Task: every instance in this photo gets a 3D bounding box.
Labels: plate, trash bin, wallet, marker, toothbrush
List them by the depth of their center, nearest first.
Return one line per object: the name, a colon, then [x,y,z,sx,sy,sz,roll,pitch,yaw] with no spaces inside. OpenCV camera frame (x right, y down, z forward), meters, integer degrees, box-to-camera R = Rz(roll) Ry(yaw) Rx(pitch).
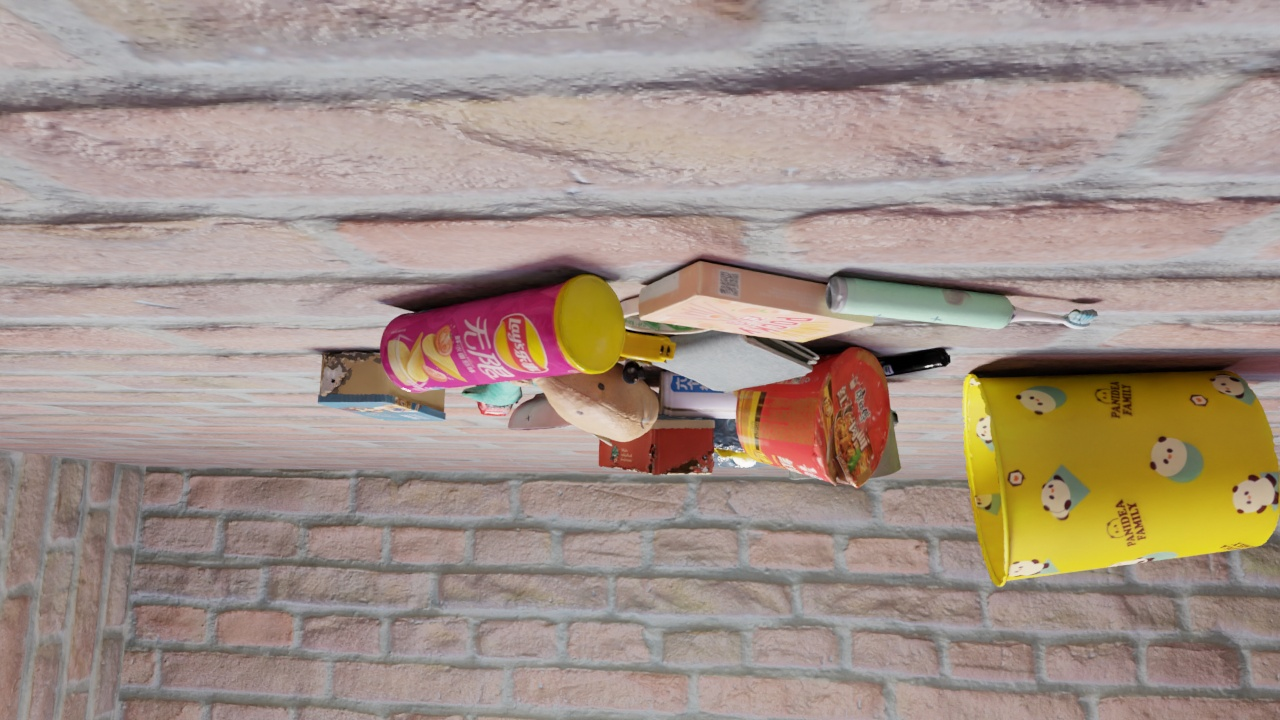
toothbrush: [0.240,-0.038,0.674,0.224,0.026,0.027,5,147,-17]
wallet: [0.085,-0.006,0.846,0.106,0.037,0.130,22,158,-35]
marker: [-0.005,0.005,0.861,0.022,0.018,0.130,2,-172,2]
marker: [0.254,0.007,0.933,0.022,0.020,0.132,-3,173,-38]
trash bin: [0.492,0.113,0.971,0.255,0.229,0.229,-7,168,12]
plate: [-0.063,0.052,1.092,0.192,0.039,0.192,-6,180,0]

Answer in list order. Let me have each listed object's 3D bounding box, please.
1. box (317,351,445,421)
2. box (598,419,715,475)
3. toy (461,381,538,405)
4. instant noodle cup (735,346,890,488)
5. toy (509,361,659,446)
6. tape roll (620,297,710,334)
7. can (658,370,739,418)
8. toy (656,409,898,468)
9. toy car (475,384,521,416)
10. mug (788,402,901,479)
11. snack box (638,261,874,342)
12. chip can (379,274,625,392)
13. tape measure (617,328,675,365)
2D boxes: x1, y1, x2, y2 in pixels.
box: [-0.285,0.034,1.041,0.090,0.059,0.184,0,168,13]
box: [0.017,0.107,1.074,0.091,0.077,0.169,2,177,-24]
toy: [-0.143,0.027,1.023,0.096,0.030,0.092,8,150,-22]
instant noodle cup: [0.169,0.052,0.916,0.109,0.138,0.137,4,174,43]
toy: [-0.054,0.028,0.884,0.143,0.082,0.226,21,175,16]
tape roll: [0.023,-0.036,0.746,0.086,0.014,0.086,1,169,0]
can: [0.088,0.038,1.026,0.134,0.053,0.053,2,170,-2]
toy: [0.131,0.082,1.131,0.357,0.091,0.137,-5,-172,32]
toy car: [-0.174,0.043,1.116,0.053,0.045,0.121,2,167,-11]
mug: [0.220,0.076,1.020,0.124,0.103,0.083,-7,-175,19]
snack box: [0.087,-0.040,0.682,0.157,0.026,0.085,7,168,-28]
chip can: [-0.114,-0.017,0.716,0.211,0.071,0.071,-7,167,39]
tape measure: [-0.003,-0.011,0.805,0.057,0.029,0.060,7,-174,-26]
